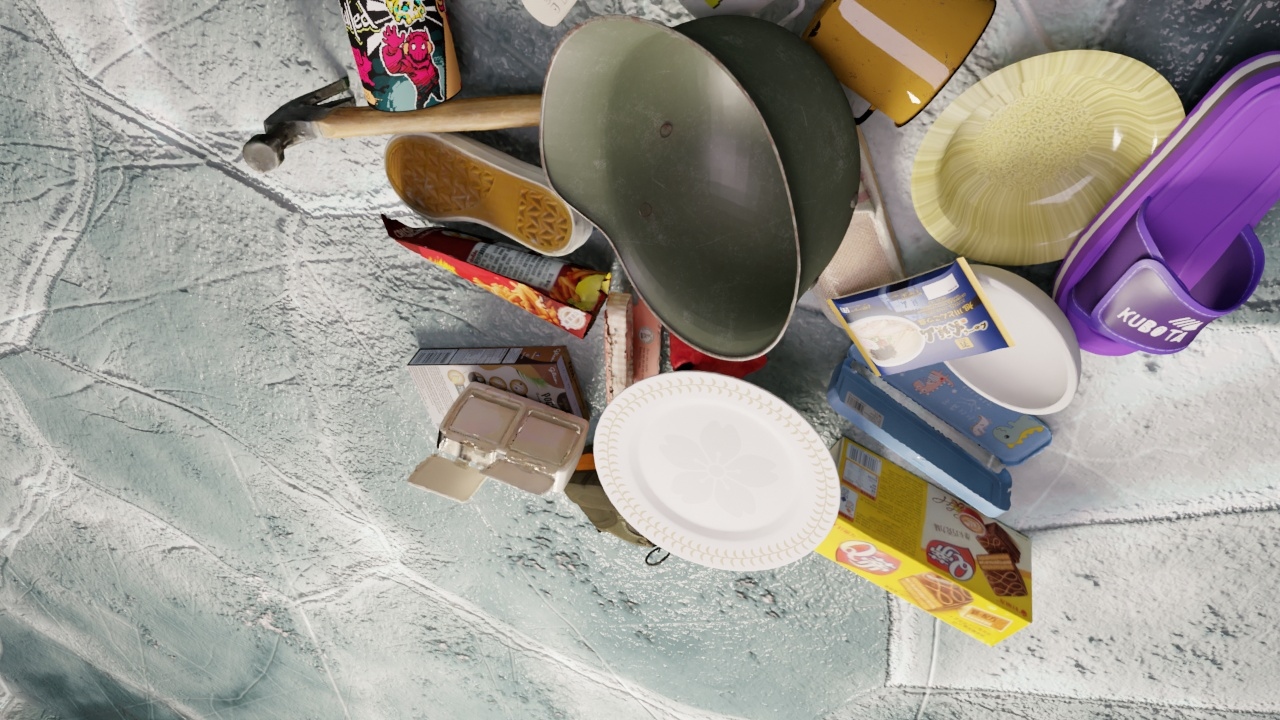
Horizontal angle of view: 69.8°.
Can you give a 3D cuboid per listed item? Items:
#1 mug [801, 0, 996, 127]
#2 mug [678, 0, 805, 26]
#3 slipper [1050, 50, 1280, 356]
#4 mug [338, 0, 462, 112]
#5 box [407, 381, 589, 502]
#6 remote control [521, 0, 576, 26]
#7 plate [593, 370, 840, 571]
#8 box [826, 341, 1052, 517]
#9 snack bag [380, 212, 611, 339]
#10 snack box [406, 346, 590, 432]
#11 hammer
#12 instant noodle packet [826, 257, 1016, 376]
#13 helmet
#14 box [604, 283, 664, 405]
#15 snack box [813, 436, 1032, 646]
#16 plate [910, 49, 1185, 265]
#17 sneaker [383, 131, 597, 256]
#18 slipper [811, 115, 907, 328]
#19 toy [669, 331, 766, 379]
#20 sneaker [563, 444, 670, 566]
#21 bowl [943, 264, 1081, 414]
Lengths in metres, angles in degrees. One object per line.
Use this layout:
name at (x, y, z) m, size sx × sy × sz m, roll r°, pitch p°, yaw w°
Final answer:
mug at (0.166, -0.223, 0.639) m, size 0.094 × 0.100 × 0.124 m, roll 34°, pitch 137°, yaw -5°
mug at (0.066, -0.277, 0.637) m, size 0.068 × 0.094 × 0.115 m, roll -26°, pitch 123°, yaw 37°
slipper at (0.393, -0.078, 0.654) m, size 0.107 × 0.083 × 0.267 m, roll 11°, pitch 137°, yaw -6°
mug at (-0.210, -0.274, 0.765) m, size 0.118 × 0.081 × 0.098 m, roll 28°, pitch 140°, yaw 36°
box at (-0.138, 0.090, 0.921) m, size 0.144 × 0.187 × 0.058 m, roll 17°, pitch 116°, yaw 2°
remote control at (-0.047, -0.311, 0.703) m, size 0.038 × 0.018 × 0.126 m, roll 40°, pitch 130°, yaw -14°
plate at (0.071, 0.108, 0.882) m, size 0.243 × 0.016 × 0.243 m, roll 11°, pitch 126°, yaw 16°
box at (0.278, 0.055, 0.845) m, size 0.209 × 0.072 × 0.086 m, roll 33°, pitch 128°, yaw -7°
snack bag at (-0.131, -0.094, 0.854) m, size 0.208 × 0.138 × 0.067 m, roll 24°, pitch 102°, yaw 0°
snack box at (-0.158, 0.035, 1.025) m, size 0.186 × 0.031 × 0.101 m, roll -1°, pitch 128°, yaw 22°
hammer at (-0.159, -0.210, 0.783) m, size 0.331 × 0.132 × 0.033 m, roll -1°, pitch 127°, yaw 9°
instant noodle packet at (0.229, -0.033, 0.760) m, size 0.135 × 0.026 × 0.087 m, roll -17°, pitch 115°, yaw 49°
helmet at (0.064, -0.131, 0.648) m, size 0.227 × 0.153 × 0.268 m, roll 30°, pitch 141°, yaw 33°
box at (-0.007, 0.007, 0.929) m, size 0.071 × 0.056 × 0.187 m, roll -11°, pitch 132°, yaw -11°
snack box at (0.279, 0.182, 0.924) m, size 0.230 × 0.109 × 0.062 m, roll 29°, pitch 133°, yaw -4°
plate at (0.293, -0.152, 0.677) m, size 0.184 × 0.036 × 0.185 m, roll 4°, pitch 137°, yaw 3°
sneaker at (-0.129, -0.162, 0.827) m, size 0.236 × 0.079 × 0.088 m, roll 22°, pitch 124°, yaw 27°
slipper at (0.143, -0.125, 0.761) m, size 0.115 × 0.052 × 0.263 m, roll -17°, pitch 120°, yaw 31°
toy at (0.068, -0.018, 0.887) m, size 0.088 × 0.094 × 0.133 m, roll -19°, pitch 151°, yaw 2°
sneaker at (0.030, 0.172, 1.017) m, size 0.238 × 0.100 × 0.143 m, roll -2°, pitch 123°, yaw 28°
bowl at (0.303, -0.026, 0.760) m, size 0.149 × 0.043 × 0.150 m, roll 45°, pitch 162°, yaw 18°
